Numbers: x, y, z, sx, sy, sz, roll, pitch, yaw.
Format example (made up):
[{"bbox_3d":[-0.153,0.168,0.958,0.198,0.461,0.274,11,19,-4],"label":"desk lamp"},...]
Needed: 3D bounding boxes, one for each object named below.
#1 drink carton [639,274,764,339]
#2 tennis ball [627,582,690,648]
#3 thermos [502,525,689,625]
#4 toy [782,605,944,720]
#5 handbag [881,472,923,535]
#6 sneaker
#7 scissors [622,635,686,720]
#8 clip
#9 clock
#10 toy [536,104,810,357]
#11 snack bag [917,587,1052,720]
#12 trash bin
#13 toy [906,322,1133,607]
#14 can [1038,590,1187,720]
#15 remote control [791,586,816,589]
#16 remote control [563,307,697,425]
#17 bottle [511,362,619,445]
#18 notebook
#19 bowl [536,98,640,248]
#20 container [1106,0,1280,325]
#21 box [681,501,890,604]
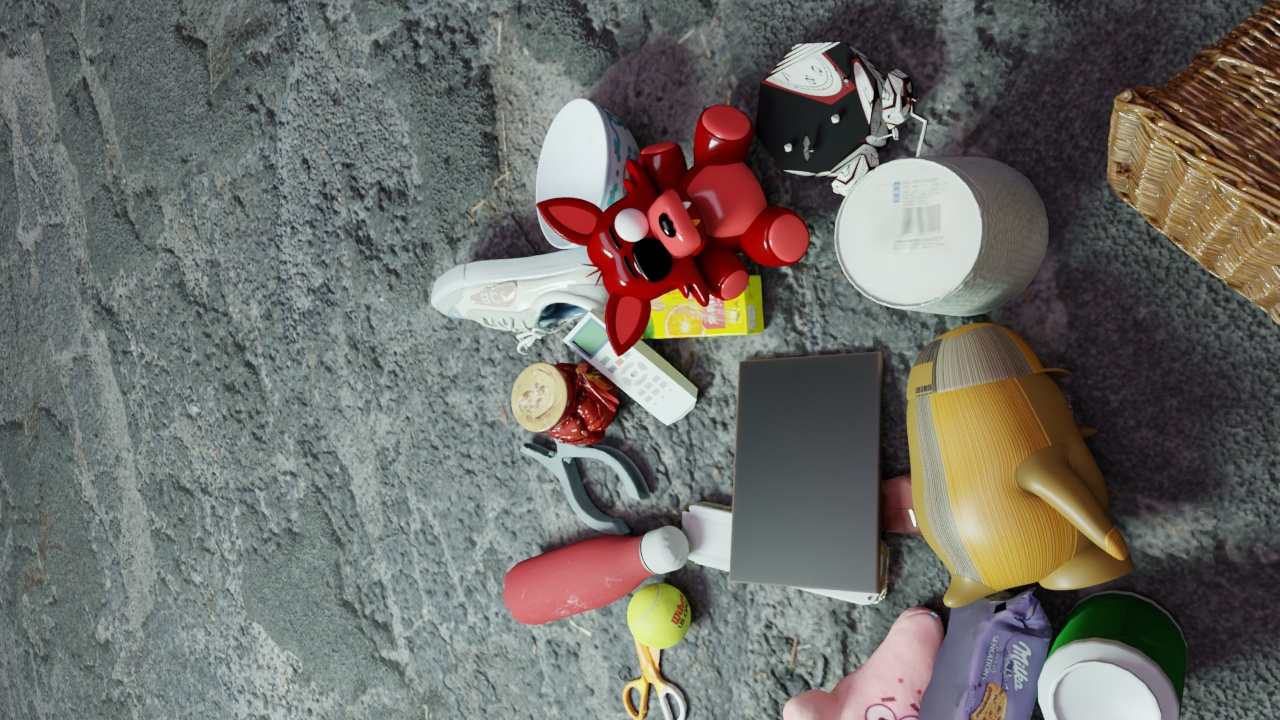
[{"bbox_3d":[0.051,-0.052,0.896,0.135,0.042,0.058,-1,94,33],"label":"drink carton"},{"bbox_3d":[0.019,0.262,0.942,0.065,0.065,0.065,5,98,33],"label":"tennis ball"},{"bbox_3d":[-0.046,0.223,0.966,0.241,0.073,0.073,-26,81,37],"label":"thermos"},{"bbox_3d":[0.215,0.328,0.808,0.192,0.096,0.237,19,96,-2],"label":"toy"},{"bbox_3d":[0.202,0.133,0.833,0.120,0.029,0.055,-11,85,39],"label":"handbag"},{"bbox_3d":[-0.130,-0.057,0.982,0.243,0.089,0.090,-6,77,30],"label":"sneaker"},{"bbox_3d":[0.019,0.335,0.983,0.097,0.012,0.133,15,105,30],"label":"scissors"},{"bbox_3d":[-0.053,0.100,0.993,0.167,0.028,0.127,40,114,22],"label":"clip"},{"bbox_3d":[0.169,-0.205,0.781,0.155,0.065,0.115,36,112,29],"label":"clock"},{"bbox_3d":[0.031,-0.116,0.810,0.197,0.121,0.158,-28,91,-11],"label":"toy"},{"bbox_3d":[0.264,0.275,0.732,0.058,0.096,0.205,16,84,1],"label":"snack bag"},{"bbox_3d":[0.228,-0.096,0.704,0.133,0.161,0.133,4,98,33],"label":"trash bin"},{"bbox_3d":[0.281,0.070,0.713,0.199,0.162,0.203,148,108,-72],"label":"toy"},{"bbox_3d":[0.350,0.230,0.677,0.088,0.139,0.088,5,98,33],"label":"can"},{"bbox_3d":[0.157,0.132,0.838,0.074,0.019,0.151,-10,74,33],"label":"remote control"},{"bbox_3d":[-0.006,0.005,0.919,0.143,0.024,0.050,40,127,-9],"label":"remote control"},{"bbox_3d":[-0.067,0.039,0.942,0.099,0.111,0.099,-6,78,30],"label":"bottle"},{"bbox_3d":[0.150,0.099,0.833,0.142,0.008,0.209,-4,76,34],"label":"notebook"},{"bbox_3d":[-0.038,-0.179,0.908,0.144,0.074,0.144,-8,81,57],"label":"bowl"},{"bbox_3d":[0.410,-0.140,0.543,0.183,0.249,0.162,-48,70,18],"label":"container"},{"bbox_3d":[0.133,0.183,0.879,0.210,0.033,0.064,7,97,31],"label":"box"}]
